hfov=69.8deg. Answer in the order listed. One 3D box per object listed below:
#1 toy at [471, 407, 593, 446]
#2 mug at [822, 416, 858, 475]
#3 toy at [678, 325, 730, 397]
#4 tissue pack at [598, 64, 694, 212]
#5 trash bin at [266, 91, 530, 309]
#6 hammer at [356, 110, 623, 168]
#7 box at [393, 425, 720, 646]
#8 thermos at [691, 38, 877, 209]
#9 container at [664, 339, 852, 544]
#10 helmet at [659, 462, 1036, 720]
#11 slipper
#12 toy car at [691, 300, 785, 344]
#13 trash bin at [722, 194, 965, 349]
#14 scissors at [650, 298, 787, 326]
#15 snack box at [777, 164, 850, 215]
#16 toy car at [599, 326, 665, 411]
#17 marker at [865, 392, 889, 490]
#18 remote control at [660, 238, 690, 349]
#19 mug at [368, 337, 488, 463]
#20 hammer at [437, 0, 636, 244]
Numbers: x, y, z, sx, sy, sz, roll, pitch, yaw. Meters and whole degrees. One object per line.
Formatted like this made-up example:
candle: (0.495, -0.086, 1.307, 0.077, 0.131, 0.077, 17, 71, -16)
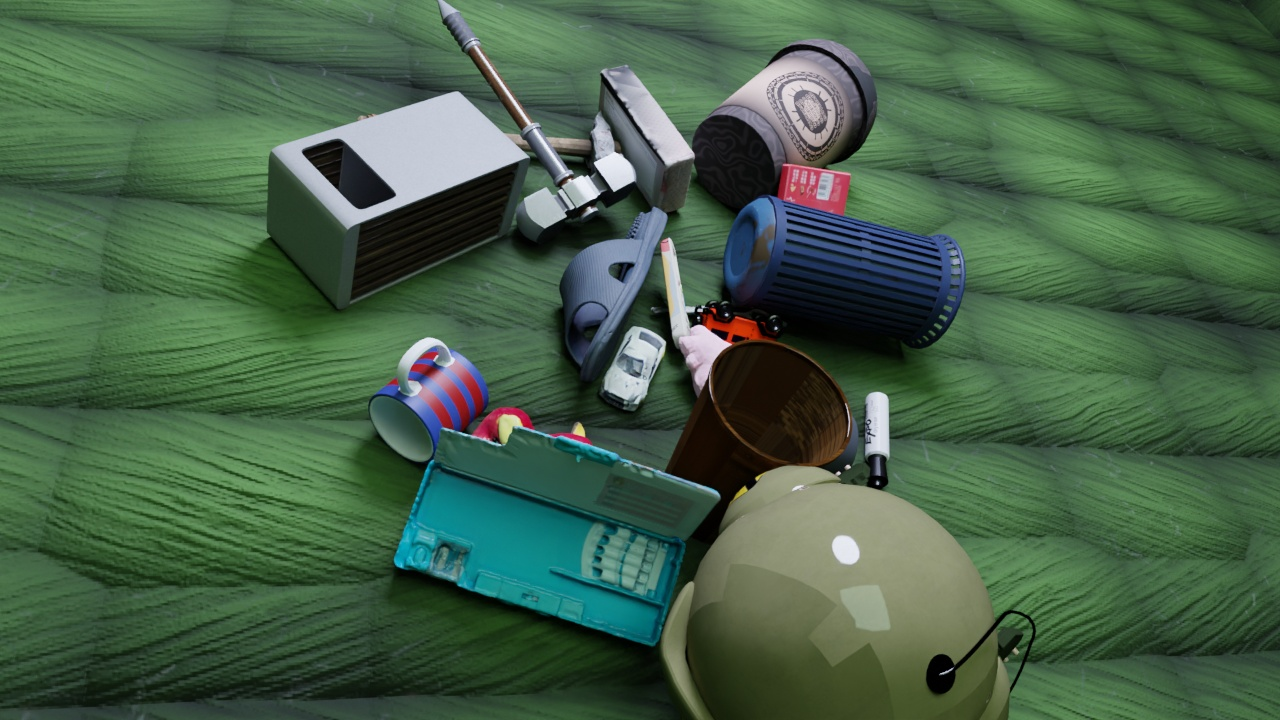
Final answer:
toy: (-0.084, 0.092, 0.828, 0.137, 0.067, 0.105, 40, 51, 3)
mug: (0.169, 0.075, 0.953, 0.077, 0.071, 0.105, 13, 22, -13)
toy: (0.080, 0.005, 0.971, 0.096, 0.053, 0.098, 51, 47, -3)
tissue pack: (0.010, -0.277, 1.154, 0.071, 0.104, 0.181, -24, 61, -19)
trash bin: (-0.244, -0.168, 0.936, 0.114, 0.115, 0.228, 44, 49, 15)
hammer: (-0.173, -0.264, 1.099, 0.318, 0.049, 0.121, 0, 50, -21)
box: (-0.068, 0.129, 0.752, 0.227, 0.173, 0.083, 19, 17, -7)
thermos: (0.186, -0.307, 1.212, 0.173, 0.173, 0.225, 41, 55, 13)
container: (0.093, 0.084, 0.836, 0.132, 0.168, 0.132, 12, 49, -14)
helmet: (0.131, 0.209, 0.673, 0.232, 0.256, 0.250, -24, 65, -39)
slipper: (-0.037, -0.089, 0.973, 0.082, 0.101, 0.262, 25, 43, -4)
toy car: (0.107, -0.036, 1.021, 0.100, 0.051, 0.049, 14, 91, -14)
trash bin: (0.230, -0.105, 1.069, 0.249, 0.140, 0.139, 11, 49, -16)
scissors: (0.093, -0.050, 1.053, 0.171, 0.014, 0.090, -21, 61, -38)
snack box: (0.207, -0.170, 1.134, 0.089, 0.133, 0.021, 3, 13, -22)
toy car: (-0.006, 0.006, 0.953, 0.048, 0.033, 0.105, 27, 48, -2)
marker: (0.259, 0.088, 1.003, 0.025, 0.025, 0.125, 20, 47, -7)
remote control: (0.038, -0.074, 1.010, 0.018, 0.038, 0.125, -11, 72, 8)
mug: (-0.186, 0.025, 0.803, 0.075, 0.112, 0.076, 25, 45, 19)
hammer: (-0.148, -0.295, 1.062, 0.155, 0.043, 0.322, -32, 82, -21)
